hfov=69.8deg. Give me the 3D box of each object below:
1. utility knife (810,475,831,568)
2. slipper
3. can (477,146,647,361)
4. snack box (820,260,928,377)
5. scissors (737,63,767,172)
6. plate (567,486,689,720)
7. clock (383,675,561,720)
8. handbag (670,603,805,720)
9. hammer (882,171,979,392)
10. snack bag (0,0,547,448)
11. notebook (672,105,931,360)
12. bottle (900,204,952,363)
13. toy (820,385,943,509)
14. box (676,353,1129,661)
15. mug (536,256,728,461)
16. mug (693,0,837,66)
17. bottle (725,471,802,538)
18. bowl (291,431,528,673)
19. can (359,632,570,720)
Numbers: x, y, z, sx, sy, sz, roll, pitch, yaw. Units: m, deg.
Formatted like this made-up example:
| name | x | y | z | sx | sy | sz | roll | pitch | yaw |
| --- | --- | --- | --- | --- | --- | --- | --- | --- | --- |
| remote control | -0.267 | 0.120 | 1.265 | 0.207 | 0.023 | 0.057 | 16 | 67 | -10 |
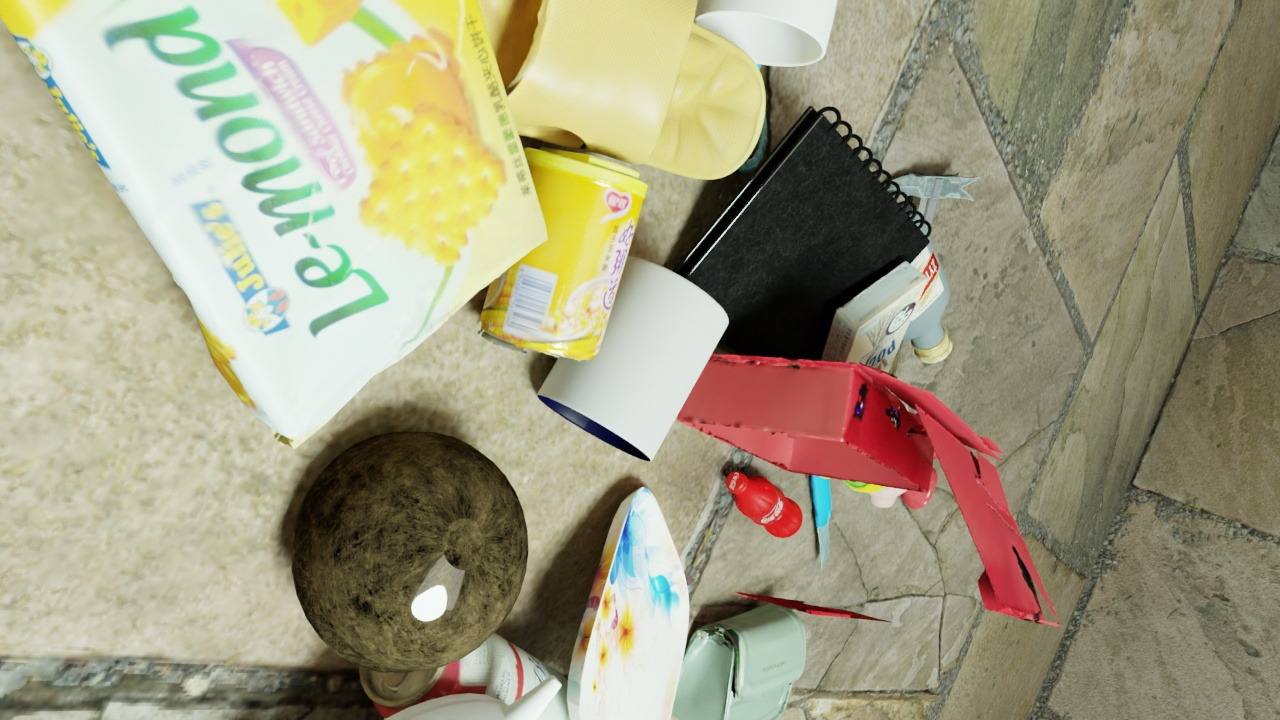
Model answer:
| name | x | y | z | sx | sy | sz | roll | pitch | yaw |
| --- | --- | --- | --- | --- | --- | --- | --- | --- | --- |
| utility knife | 0.174 | 0.127 | 0.892 | 0.031 | 0.015 | 0.209 | -37 | 130 | -34 |
| slipper | -0.003 | -0.151 | 0.478 | 0.262 | 0.078 | 0.099 | 6 | 106 | -51 |
| can | -0.042 | -0.056 | 0.486 | 0.067 | 0.068 | 0.105 | 7 | 102 | -53 |
| snack box | 0.188 | -0.011 | 0.775 | 0.081 | 0.026 | 0.150 | -34 | 153 | -20 |
| scissors | 0.063 | -0.192 | 0.596 | 0.090 | 0.014 | 0.141 | -15 | 121 | -45 |
| plate | -0.005 | 0.202 | 0.649 | 0.187 | 0.016 | 0.186 | 71 | 27 | -42 |
| clock | -0.106 | 0.239 | 0.463 | 0.160 | 0.073 | 0.126 | -15 | 132 | -29 |
| handbag | 0.091 | 0.279 | 0.823 | 0.121 | 0.067 | 0.106 | 5 | 102 | -52 |
| hammer | 0.243 | -0.024 | 0.892 | 0.146 | 0.028 | 0.317 | -8 | 114 | -41 |
| snack bag | -0.132 | -0.102 | 0.348 | 0.159 | 0.068 | 0.247 | -41 | 136 | -30 |
| notebook | 0.125 | -0.073 | 0.680 | 0.169 | 0.019 | 0.231 | -50 | 145 | 12 |
| bottle | 0.241 | -0.061 | 0.826 | 0.072 | 0.046 | 0.161 | -44 | 127 | -9 |
| toy | 0.220 | 0.081 | 0.858 | 0.096 | 0.131 | 0.124 | -107 | -154 | -76 |
| box | 0.196 | 0.079 | 0.649 | 0.124 | 0.316 | 0.211 | -58 | 144 | 2 |
| mug | -0.003 | 0.003 | 0.567 | 0.096 | 0.078 | 0.112 | -60 | 171 | -11 |
| mug | 0.088 | -0.228 | 0.551 | 0.114 | 0.081 | 0.087 | 11 | 92 | -55 |
| bottle | 0.103 | 0.120 | 0.783 | 0.036 | 0.036 | 0.119 | -61 | 143 | -9 |
| bowl | -0.101 | 0.091 | 0.451 | 0.121 | 0.056 | 0.121 | 12 | 71 | -39 |
| can | -0.094 | 0.200 | 0.550 | 0.067 | 0.067 | 0.170 | -56 | 141 | -16 |
